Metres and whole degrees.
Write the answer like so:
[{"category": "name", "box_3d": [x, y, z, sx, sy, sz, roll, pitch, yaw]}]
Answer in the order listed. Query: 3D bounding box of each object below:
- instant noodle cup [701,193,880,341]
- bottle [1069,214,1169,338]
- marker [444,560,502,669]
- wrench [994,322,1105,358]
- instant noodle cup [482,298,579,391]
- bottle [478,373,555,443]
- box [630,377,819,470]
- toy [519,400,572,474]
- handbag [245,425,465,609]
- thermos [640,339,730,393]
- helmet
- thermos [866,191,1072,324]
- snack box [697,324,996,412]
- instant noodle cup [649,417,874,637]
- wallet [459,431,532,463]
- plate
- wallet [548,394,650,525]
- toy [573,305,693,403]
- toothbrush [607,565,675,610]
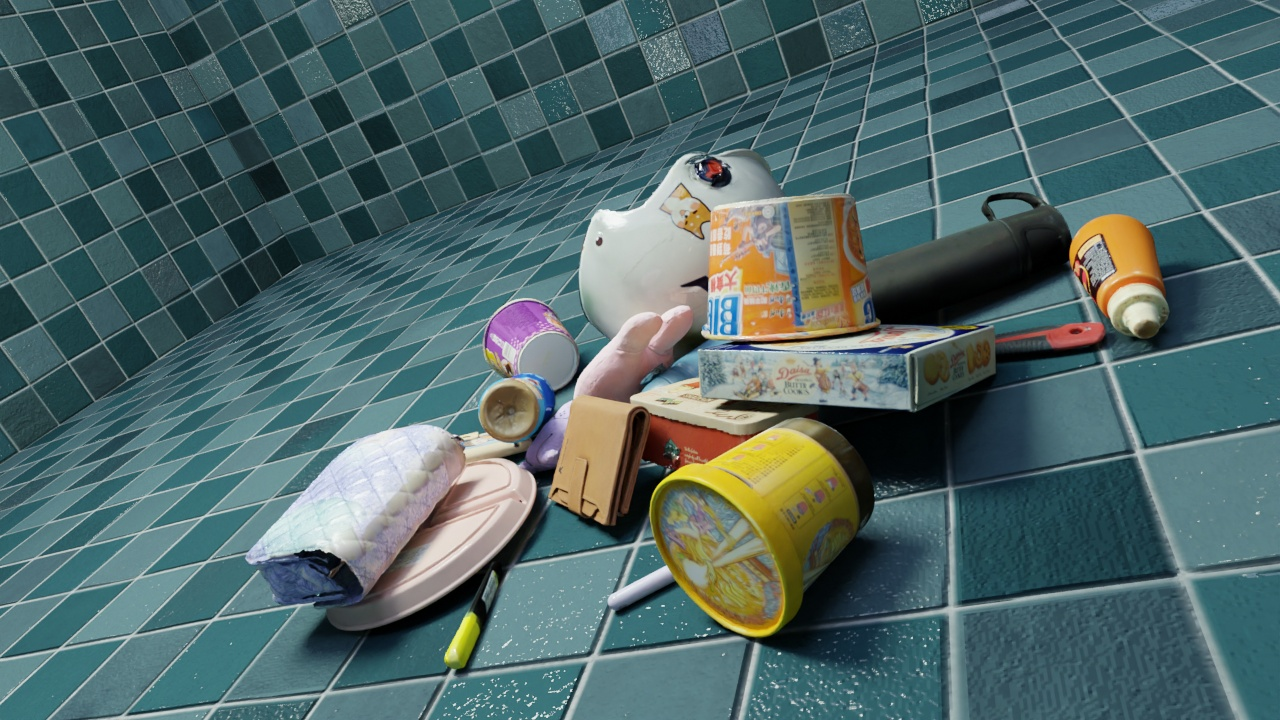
[{"category": "instant noodle cup", "box_3d": [0.124, -0.080, 0.781, 0.151, 0.111, 0.151, -5, 6, 0]}, {"category": "bottle", "box_3d": [0.399, -0.065, 0.755, 0.067, 0.067, 0.149, -15, 30, 23]}, {"category": "marker", "box_3d": [-0.133, 0.203, 0.745, 0.015, 0.018, 0.124, -17, 21, 15]}, {"category": "wrench", "box_3d": [0.266, -0.007, 0.820, 0.274, 0.016, 0.056, -7, 27, 40]}, {"category": "instant noodle cup", "box_3d": [-0.132, -0.013, 1.161, 0.111, 0.112, 0.099, -30, 31, -16]}, {"category": "bottle", "box_3d": [-0.128, 0.048, 1.008, 0.065, 0.065, 0.218, -24, 1, 1]}, {"category": "box", "box_3d": [0.072, 0.067, 0.781, 0.091, 0.076, 0.168, -15, 14, -31]}, {"category": "toy", "box_3d": [-0.088, 0.082, 0.963, 0.084, 0.039, 0.107, -31, 18, 41]}, {"category": "handbag", "box_3d": [-0.259, 0.143, 0.859, 0.134, 0.075, 0.193, -13, 26, 29]}, {"category": "thermos", "box_3d": [0.097, -0.005, 0.925, 0.220, 0.070, 0.070, -33, 22, -24]}, {"category": "helmet", "box_3d": [0.074, -0.095, 1.011, 0.273, 0.230, 0.157, -28, 56, -14]}, {"category": "thermos", "box_3d": [0.285, -0.093, 0.897, 0.242, 0.090, 0.068, -20, -23, 1]}, {"category": "snack box", "box_3d": [0.171, 0.001, 0.747, 0.183, 0.046, 0.177, 2, 9, 38]}, {"category": "instant noodle cup", "box_3d": [0.086, 0.103, 0.617, 0.114, 0.118, 0.119, -30, 20, -35]}, {"category": "wallet", "box_3d": [-0.186, 0.098, 1.020, 0.115, 0.024, 0.087, -13, 14, -22]}, {"category": "plate", "box_3d": [-0.205, 0.166, 0.878, 0.230, 0.028, 0.229, -25, 20, 10]}, {"category": "wallet", "box_3d": [-0.039, 0.087, 0.827, 0.031, 0.107, 0.132, 16, -4, -25]}, {"category": "toy", "box_3d": [-0.006, 0.005, 0.925, 0.121, 0.054, 0.160, -11, -37, -46]}, {"category": "toothbrush", "box_3d": [0.059, 0.137, 0.691, 0.189, 0.029, 0.021, -28, 58, -7]}]
